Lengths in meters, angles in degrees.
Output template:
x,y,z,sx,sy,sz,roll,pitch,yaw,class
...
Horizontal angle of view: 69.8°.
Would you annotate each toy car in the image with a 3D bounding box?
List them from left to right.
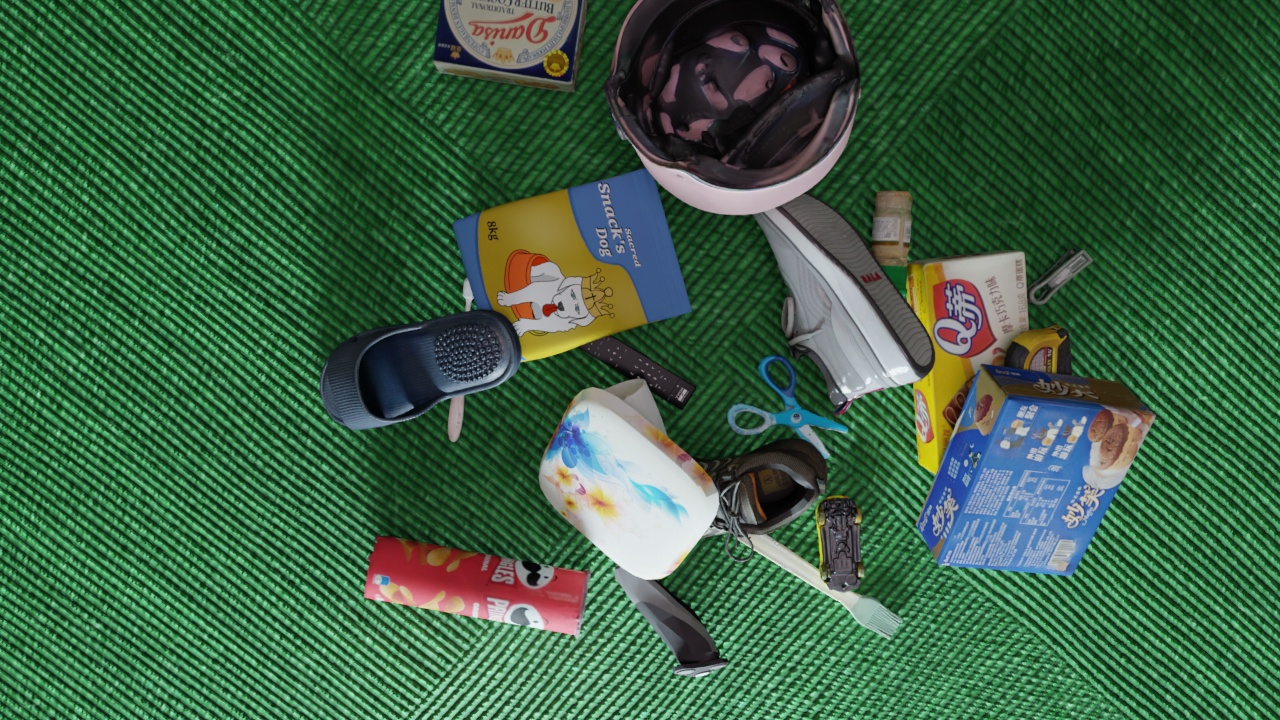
x,y,z,sx,sy,sz,roll,pitch,yaw,class
0.220,0.203,1.015,0.049,0.030,0.107,-2,89,-3,toy car

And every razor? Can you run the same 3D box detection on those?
x,y,z,sx,sy,sz,roll,pitch,yaw,class
0.029,0.282,1.008,0.156,0.060,0.057,55,135,9,razor

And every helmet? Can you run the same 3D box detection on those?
x,y,z,sx,sy,sz,roll,pitch,yaw,class
0.092,-0.254,0.892,0.230,0.152,0.255,-35,70,0,helmet

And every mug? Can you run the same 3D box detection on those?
x,y,z,sx,sy,sz,roll,pitch,yaw,class
-0.028,0.081,0.978,0.114,0.080,0.087,-17,105,31,mug

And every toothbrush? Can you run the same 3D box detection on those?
x,y,z,sx,sy,sz,roll,pitch,yaw,class
-0.192,0.000,0.986,0.015,0.018,0.181,7,97,-2,toothbrush

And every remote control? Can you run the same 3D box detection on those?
x,y,z,sx,sy,sz,roll,pitch,yaw,class
-0.006,0.006,0.996,0.140,0.009,0.030,31,94,-5,remote control

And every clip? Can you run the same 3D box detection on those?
x,y,z,sx,sy,sz,roll,pitch,yaw,class
0.450,-0.089,0.984,0.078,0.049,0.023,-45,94,-3,clip

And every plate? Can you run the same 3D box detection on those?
x,y,z,sx,sy,sz,roll,pitch,yaw,class
-0.022,0.133,0.938,0.187,0.016,0.187,39,131,11,plate

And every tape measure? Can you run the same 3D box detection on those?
x,y,z,sx,sy,sz,roll,pitch,yaw,class
0.402,0.000,0.932,0.064,0.037,0.066,-19,111,-6,tape measure

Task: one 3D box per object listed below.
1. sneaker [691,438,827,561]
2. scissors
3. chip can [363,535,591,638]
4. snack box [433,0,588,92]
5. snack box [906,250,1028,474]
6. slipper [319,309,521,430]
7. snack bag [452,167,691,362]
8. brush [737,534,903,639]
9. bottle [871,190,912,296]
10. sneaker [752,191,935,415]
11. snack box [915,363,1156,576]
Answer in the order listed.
x,y,z,sx,sy,sz,roll,pitch,yaw,class
0.086,0.152,0.947,0.238,0.143,0.101,-14,97,3,sneaker
0.170,0.049,1.006,0.140,0.013,0.114,15,98,-1,scissors
-0.174,0.241,0.987,0.233,0.073,0.073,11,96,-2,chip can
-0.128,-0.358,0.934,0.144,0.042,0.145,8,95,-2,snack box
0.351,0.003,0.982,0.110,0.061,0.230,-6,97,-2,snack box
-0.240,0.012,0.905,0.264,0.082,0.101,-15,96,29,slipper
-0.067,-0.094,0.932,0.205,0.102,0.159,-16,95,3,snack bag
0.198,0.245,1.030,0.217,0.012,0.033,33,94,-4,brush
0.265,-0.123,0.975,0.043,0.043,0.111,2,95,-2,bottle
0.183,-0.067,0.960,0.129,0.096,0.263,-42,78,39,sneaker
0.391,0.114,0.926,0.155,0.069,0.203,7,118,-8,snack box
